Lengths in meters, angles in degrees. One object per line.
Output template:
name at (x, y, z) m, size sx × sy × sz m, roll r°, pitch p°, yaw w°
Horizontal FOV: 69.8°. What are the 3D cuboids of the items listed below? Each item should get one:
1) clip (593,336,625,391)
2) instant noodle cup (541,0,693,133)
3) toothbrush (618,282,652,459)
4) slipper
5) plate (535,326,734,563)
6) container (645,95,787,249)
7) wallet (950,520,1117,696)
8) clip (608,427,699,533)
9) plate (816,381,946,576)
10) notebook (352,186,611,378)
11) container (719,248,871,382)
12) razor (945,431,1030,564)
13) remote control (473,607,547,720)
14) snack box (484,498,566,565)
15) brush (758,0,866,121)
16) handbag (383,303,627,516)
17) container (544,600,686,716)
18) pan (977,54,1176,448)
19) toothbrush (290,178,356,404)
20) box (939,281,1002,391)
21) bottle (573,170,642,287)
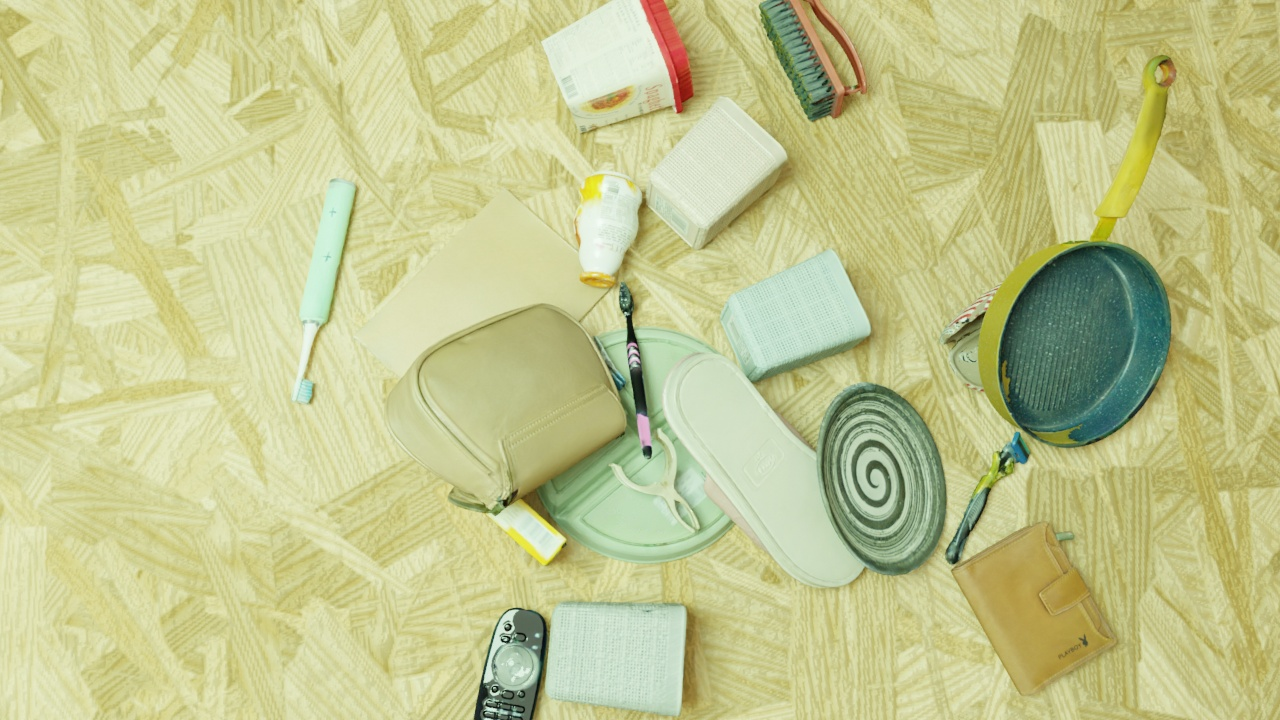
clip at (-0.032, 0.003, 0.859) m, size 0.028 × 0.024 × 0.057 m, roll -38°, pitch 77°, yaw -15°
instant noodle cup at (-0.023, -0.294, 0.911) m, size 0.124 × 0.116 × 0.116 m, roll -22°, pitch 80°, yaw 2°
toothbrush at (-0.005, 0.005, 0.851) m, size 0.014 × 0.018 × 0.189 m, roll -10°, pitch 59°, yaw 3°
slipper at (0.113, 0.103, 0.835) m, size 0.274 × 0.055 × 0.114 m, roll 47°, pitch 66°, yaw -18°
plate at (0.007, 0.076, 0.872) m, size 0.230 × 0.027 × 0.230 m, roll 1°, pitch 78°, yaw -4°
container at (0.069, -0.180, 0.902) m, size 0.090 × 0.090 × 0.111 m, roll 44°, pitch 81°, yaw 5°
wallet at (0.376, 0.229, 0.869) m, size 0.119 × 0.035 × 0.130 m, roll -28°, pitch 82°, yaw -4°
clip at (0.009, 0.113, 0.834) m, size 0.098 × 0.035 × 0.099 m, roll -7°, pitch 86°, yaw -11°
plate at (0.220, 0.109, 0.854) m, size 0.179 × 0.024 × 0.179 m, roll 11°, pitch 72°, yaw -35°
notebook at (-0.150, -0.049, 0.894) m, size 0.149 × 0.012 × 0.211 m, roll 41°, pitch 78°, yaw 3°
container at (0.143, -0.037, 0.877) m, size 0.111 × 0.090 × 0.090 m, roll -23°, pitch 80°, yaw -6°
razor at (0.331, 0.135, 0.889) m, size 0.042 × 0.022 × 0.142 m, roll 42°, pitch 78°, yaw -40°
remote control at (-0.116, 0.290, 0.818) m, size 0.053 × 0.024 × 0.136 m, roll 11°, pitch 76°, yaw 0°
snack box at (-0.127, 0.127, 0.820) m, size 0.140 × 0.087 × 0.033 m, roll 42°, pitch 77°, yaw 5°
brush at (0.179, -0.328, 0.954) m, size 0.069 × 0.063 × 0.145 m, roll -24°, pitch 79°, yaw 3°
handbag at (-0.111, 0.040, 0.778) m, size 0.147 × 0.100 × 0.203 m, roll 52°, pitch 40°, yaw 9°
container at (-0.022, 0.255, 0.802) m, size 0.114 × 0.090 × 0.090 m, roll 5°, pitch 77°, yaw -1°
pan at (0.423, -0.090, 0.842) m, size 0.197 × 0.078 × 0.358 m, roll -1°, pitch 103°, yaw -18°
toothbrush at (-0.307, -0.068, 0.878) m, size 0.027 × 0.027 × 0.224 m, roll 14°, pitch 76°, yaw -24°
box at (0.376, -0.039, 0.900) m, size 0.162 × 0.075 × 0.085 m, roll -32°, pitch 77°, yaw -12°
bottle at (-0.035, -0.127, 0.893) m, size 0.063 × 0.063 × 0.108 m, roll 8°, pitch 77°, yaw -3°
